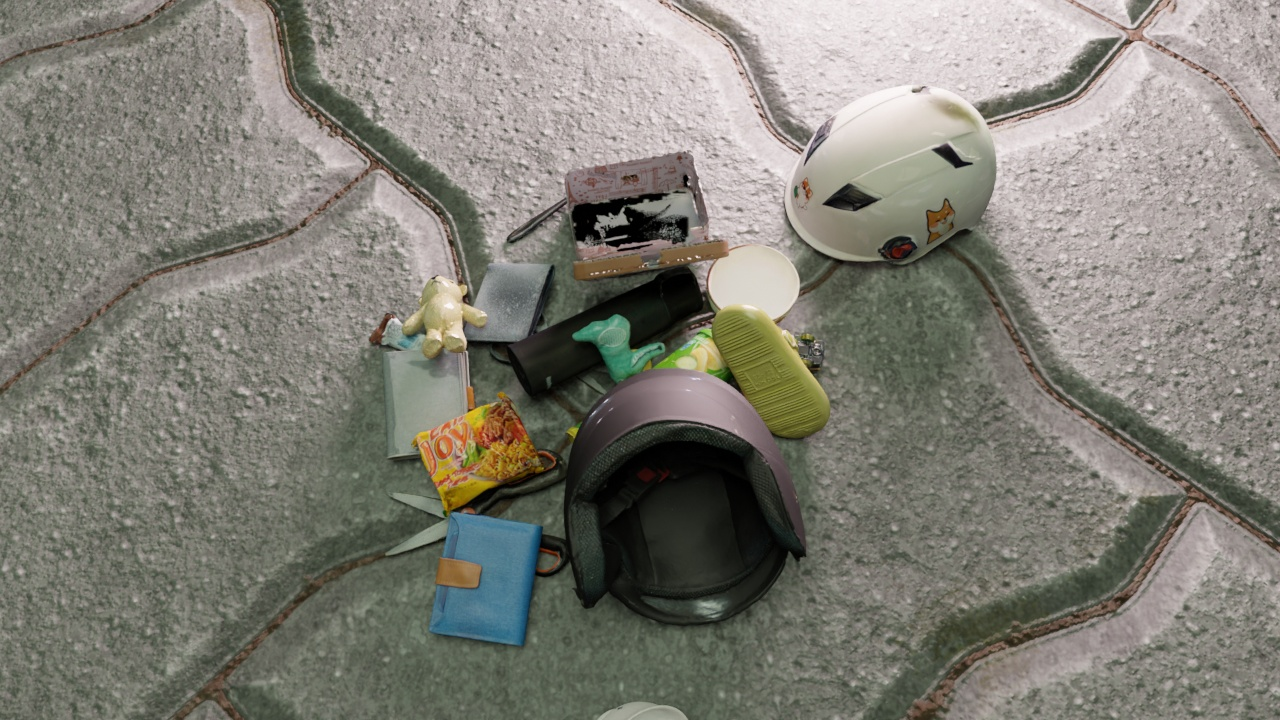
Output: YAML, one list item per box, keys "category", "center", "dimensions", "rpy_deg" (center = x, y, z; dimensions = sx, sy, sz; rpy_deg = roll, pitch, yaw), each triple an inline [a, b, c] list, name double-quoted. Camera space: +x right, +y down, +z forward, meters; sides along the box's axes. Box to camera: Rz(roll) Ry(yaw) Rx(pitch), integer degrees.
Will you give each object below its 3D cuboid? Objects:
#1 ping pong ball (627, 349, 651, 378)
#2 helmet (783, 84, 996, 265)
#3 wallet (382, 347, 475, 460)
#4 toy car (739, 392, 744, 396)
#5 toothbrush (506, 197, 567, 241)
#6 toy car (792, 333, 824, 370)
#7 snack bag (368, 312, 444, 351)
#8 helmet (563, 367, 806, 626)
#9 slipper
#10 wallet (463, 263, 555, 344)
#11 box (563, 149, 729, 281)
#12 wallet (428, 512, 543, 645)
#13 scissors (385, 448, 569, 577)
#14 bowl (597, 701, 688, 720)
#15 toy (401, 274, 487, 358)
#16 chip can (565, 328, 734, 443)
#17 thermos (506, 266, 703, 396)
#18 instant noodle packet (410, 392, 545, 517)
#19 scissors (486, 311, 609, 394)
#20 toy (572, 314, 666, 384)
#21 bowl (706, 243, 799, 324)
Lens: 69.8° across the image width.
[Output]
- category: "ping pong ball"
  center: [-0.007, 0.007, 1.117]
  dimensions: [0.040, 0.040, 0.040]
  rpy_deg: [-1, 64, 1]
- category: "helmet"
  center: [0.326, -0.255, 1.168]
  dimensions: [0.274, 0.157, 0.229]
  rpy_deg: [-15, 64, -5]
- category: "wallet"
  center: [-0.253, 0.051, 1.103]
  dimensions: [0.106, 0.037, 0.129]
  rpy_deg: [-5, 74, -8]
- category: "toy car"
  center: [0.110, 0.093, 1.070]
  dimensions: [0.053, 0.045, 0.120]
  rpy_deg: [-7, 66, 0]
- category: "toothbrush"
  center: [-0.106, -0.211, 1.241]
  dimensions: [0.181, 0.018, 0.015]
  rpy_deg: [-36, 60, -12]
- category: "toy car"
  center: [0.178, -0.009, 1.121]
  dimensions: [0.090, 0.035, 0.042]
  rpy_deg: [6, 63, 11]
- category: "snack bag"
  center: [-0.288, -0.024, 1.149]
  dimensions: [0.105, 0.026, 0.045]
  rpy_deg: [24, 75, 14]
- category: "helmet"
  center: [0.040, 0.143, 0.945]
  dimensions: [0.233, 0.275, 0.229]
  rpy_deg: [-13, 38, 5]
- category: "slipper"
  center: [0.156, 0.002, 1.055]
  dimensions: [0.092, 0.190, 0.081]
  rpy_deg: [-18, 27, 40]
- category: "wallet"
  center: [-0.167, -0.073, 1.159]
  dimensions: [0.097, 0.019, 0.120]
  rpy_deg: [3, 60, 25]
- category: "box"
  center: [0.001, -0.155, 1.137]
  dimensions: [0.179, 0.130, 0.272]
  rpy_deg: [-10, 34, -2]
- category: "wallet"
  center: [-0.168, 0.237, 1.002]
  dimensions: [0.106, 0.040, 0.133]
  rpy_deg: [8, 76, 2]
- category: "scissors"
  center: [-0.174, 0.180, 1.048]
  dimensions: [0.220, 0.022, 0.225]
  rpy_deg: [-41, 70, -17]
- category: "bowl"
  center: [-0.013, 0.385, 0.912]
  dimensions: [0.118, 0.118, 0.065]
  rpy_deg: [-45, 32, -18]
- category: "toy"
  center: [-0.241, -0.051, 1.114]
  dimensions: [0.105, 0.066, 0.157]
  rpy_deg: [-15, 33, -4]
- category: "chip can"
  center: [0.019, 0.047, 1.079]
  dimensions: [0.221, 0.073, 0.072]
  rpy_deg: [-36, 68, -15]
- category: "thermos"
  center: [-0.041, -0.045, 1.110]
  dimensions: [0.242, 0.090, 0.068]
  rpy_deg: [-28, 58, -15]
- category: "instant noodle packet"
  center: [-0.189, 0.105, 1.049]
  dimensions: [0.128, 0.044, 0.110]
  rpy_deg: [-25, 68, -10]
- category: "scissors"
  center: [-0.107, -0.012, 1.145]
  dimensions: [0.163, 0.014, 0.165]
  rpy_deg: [-12, 65, -5]
- category: "toy"
  center: [-0.021, -0.014, 1.073]
  dimensions: [0.096, 0.092, 0.030]
  rpy_deg: [-22, 30, 0]
- category: "bowl"
  center: [0.137, -0.083, 1.143]
  dimensions: [0.113, 0.062, 0.113]
  rpy_deg: [0, 65, 1]
